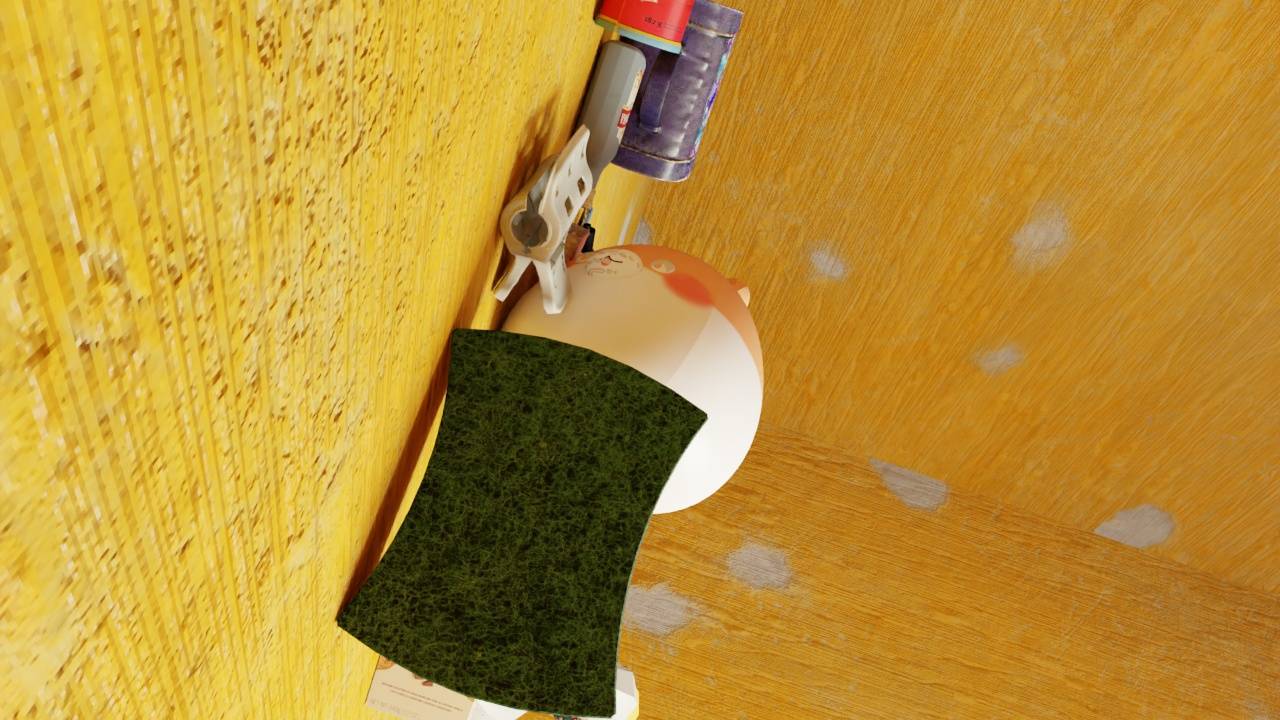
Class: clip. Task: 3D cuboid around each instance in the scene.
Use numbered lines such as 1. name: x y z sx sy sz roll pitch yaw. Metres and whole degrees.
1. clip: -0.082 -0.113 0.753 0.124 0.081 0.148 -68 179 -58

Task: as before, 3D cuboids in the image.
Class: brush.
1. brush: -0.079 0.115 0.668 0.075 0.195 0.249 110 -2 -75

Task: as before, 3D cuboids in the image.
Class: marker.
1. marker: -0.074 -0.126 1.238 0.025 0.025 0.126 -72 169 -56

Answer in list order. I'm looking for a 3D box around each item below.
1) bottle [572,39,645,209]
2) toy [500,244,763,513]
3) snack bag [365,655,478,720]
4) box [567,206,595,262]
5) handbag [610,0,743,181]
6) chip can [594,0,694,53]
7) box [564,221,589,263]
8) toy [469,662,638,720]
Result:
1. bottle: -0.041 -0.235 0.929 0.072 0.046 0.161 -78 -173 -86
2. toy: -0.005 0.005 0.903 0.266 0.263 0.279 76 33 -41
3. snack bag: -0.174 0.230 0.857 0.069 0.094 0.206 -74 -177 -80
4. box: -0.105 -0.091 1.269 0.159 0.035 0.229 102 4 -49
5. handbag: 0.033 -0.337 1.086 0.221 0.125 0.205 -70 179 -62
6. chip can: 0.031 -0.382 0.783 0.087 0.087 0.214 -72 -178 -69
7. box: -0.079 -0.133 1.050 0.186 0.053 0.058 -80 157 -77
8. toy: -0.137 0.331 0.992 0.247 0.268 0.140 50 48 -43
